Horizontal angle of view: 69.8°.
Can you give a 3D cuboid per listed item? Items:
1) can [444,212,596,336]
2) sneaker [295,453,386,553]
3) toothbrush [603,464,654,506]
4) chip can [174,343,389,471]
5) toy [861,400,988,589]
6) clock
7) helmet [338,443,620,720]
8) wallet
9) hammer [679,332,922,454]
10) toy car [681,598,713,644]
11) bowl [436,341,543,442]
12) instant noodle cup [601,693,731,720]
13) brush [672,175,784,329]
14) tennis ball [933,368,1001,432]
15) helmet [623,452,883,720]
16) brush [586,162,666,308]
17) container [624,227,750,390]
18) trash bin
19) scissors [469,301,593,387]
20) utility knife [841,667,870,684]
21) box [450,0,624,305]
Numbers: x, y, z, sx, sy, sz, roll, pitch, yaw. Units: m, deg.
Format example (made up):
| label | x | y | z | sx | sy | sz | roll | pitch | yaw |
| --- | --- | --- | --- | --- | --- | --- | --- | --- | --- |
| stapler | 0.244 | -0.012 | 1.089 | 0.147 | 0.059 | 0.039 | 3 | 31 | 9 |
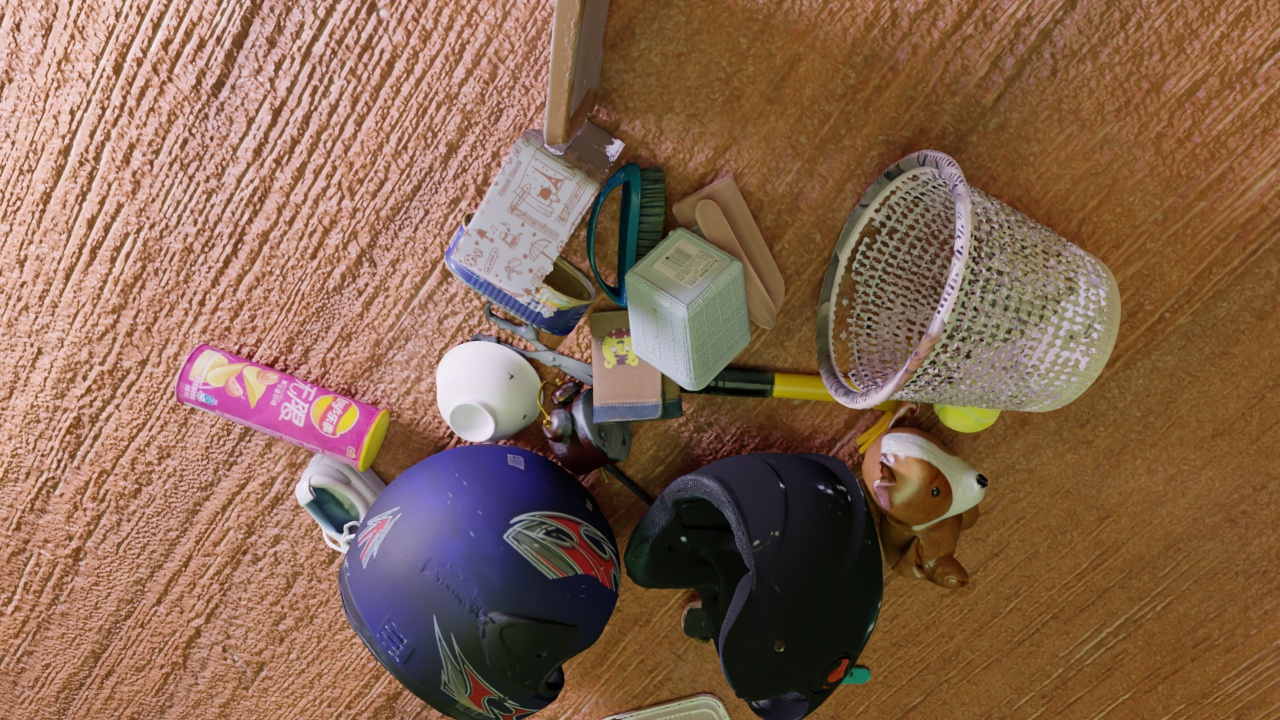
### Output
| label | x | y | z | sx | sy | sz | roll | pitch | yaw |
| --- | --- | --- | --- | --- | --- | --- | --- | --- | --- |
| can | -0.118 | -0.084 | 0.896 | 0.148 | 0.074 | 0.049 | 32 | 117 | -8 |
| sneaker | -0.298 | 0.210 | 1.041 | 0.090 | 0.090 | 0.242 | -29 | 109 | 18 |
| toothbrush | 0.016 | 0.158 | 1.024 | 0.181 | 0.015 | 0.018 | 40 | 106 | -13 |
| chip can | -0.383 | 0.050 | 0.987 | 0.210 | 0.071 | 0.071 | 21 | 115 | -3 |
| toy | 0.283 | 0.138 | 0.912 | 0.131 | 0.139 | 0.199 | -9 | 128 | 33 |
| clock | -0.062 | 0.067 | 0.951 | 0.055 | 0.081 | 0.122 | -29 | 120 | 28 |
| helmet | -0.138 | 0.224 | 0.955 | 0.240 | 0.247 | 0.315 | -36 | 131 | 2 |
| wallet | -0.005 | 0.005 | 0.919 | 0.090 | 0.033 | 0.115 | -5 | 79 | 10 |
| hammer | 0.133 | 0.026 | 0.941 | 0.301 | 0.032 | 0.129 | 4 | 114 | 4 |
| toy car | 0.108 | 0.301 | 1.068 | 0.122 | 0.037 | 0.056 | 6 | 118 | -10 |
| bowl | -0.166 | 0.046 | 0.956 | 0.118 | 0.064 | 0.118 | 5 | 122 | 8 |
| instant noodle cup | 0.039 | 0.503 | 1.155 | 0.174 | 0.060 | 0.138 | -20 | 111 | 13 |
| brush | 0.090 | -0.097 | 0.867 | 0.063 | 0.073 | 0.146 | -26 | 111 | 14 |
| tennis ball | 0.323 | 0.039 | 0.907 | 0.065 | 0.065 | 0.065 | 2 | 115 | 5 |
| helmet | 0.130 | 0.221 | 0.922 | 0.230 | 0.233 | 0.275 | -24 | 115 | -16 |
| brush | -0.015 | -0.117 | 0.872 | 0.073 | 0.055 | 0.144 | -1 | 119 | -9 |
| container | 0.043 | -0.049 | 0.839 | 0.090 | 0.090 | 0.112 | 35 | 156 | 27 |
| trash bin | 0.291 | -0.048 | 0.806 | 0.192 | 0.227 | 0.228 | 14 | 116 | -15 |
| scissors | -0.099 | -0.001 | 0.967 | 0.156 | 0.014 | 0.168 | -20 | 115 | 15 |
| utility knife | 0.200 | 0.379 | 1.105 | 0.151 | 0.013 | 0.029 | -3 | 116 | 8 |
| box | -0.065 | -0.199 | 0.779 | 0.105 | 0.178 | 0.261 | 30 | 114 | -8 |
